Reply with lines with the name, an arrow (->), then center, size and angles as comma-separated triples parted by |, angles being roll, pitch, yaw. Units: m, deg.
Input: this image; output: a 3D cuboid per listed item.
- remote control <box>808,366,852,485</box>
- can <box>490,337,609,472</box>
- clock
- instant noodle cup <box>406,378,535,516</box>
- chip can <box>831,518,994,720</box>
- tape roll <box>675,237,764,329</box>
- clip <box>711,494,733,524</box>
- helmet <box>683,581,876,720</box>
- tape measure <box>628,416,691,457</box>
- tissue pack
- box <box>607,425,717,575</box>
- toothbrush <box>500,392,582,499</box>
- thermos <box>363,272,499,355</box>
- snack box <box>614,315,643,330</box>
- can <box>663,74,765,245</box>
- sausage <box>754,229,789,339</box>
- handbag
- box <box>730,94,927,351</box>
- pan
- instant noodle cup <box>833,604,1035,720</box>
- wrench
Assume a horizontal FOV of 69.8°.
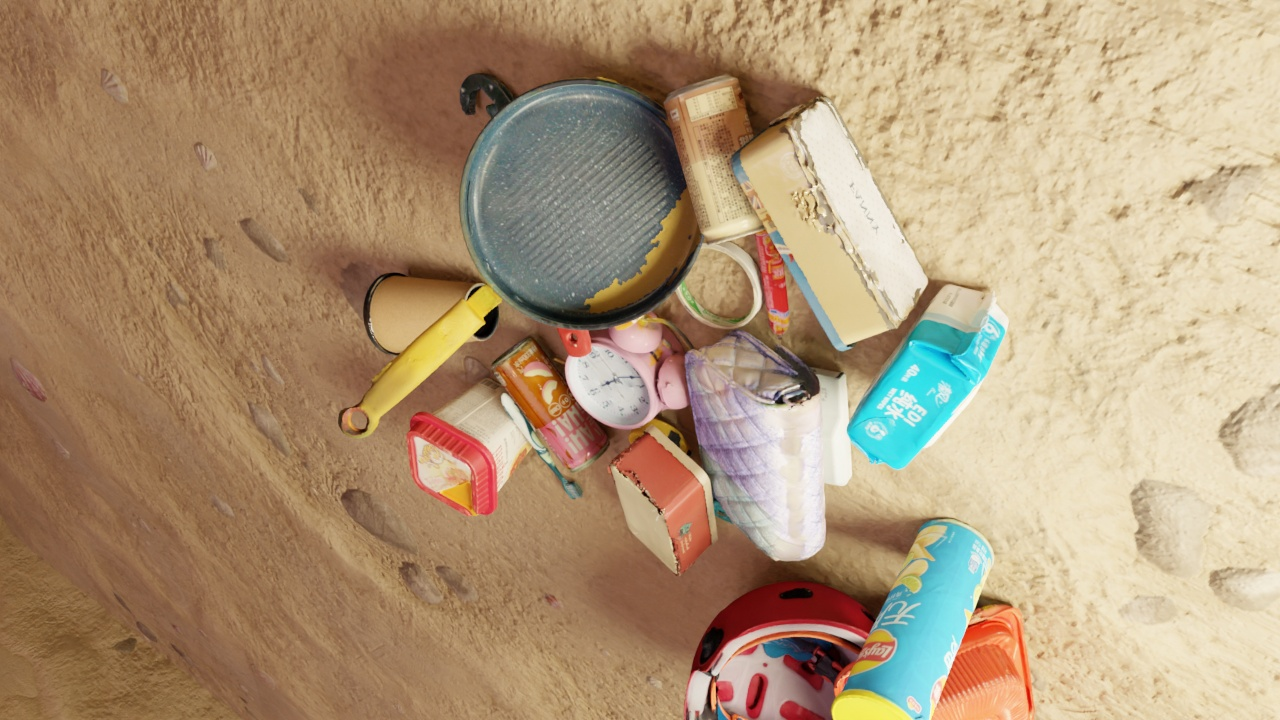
remote control -> 0.162, 0.060, 0.824 | 0.049, 0.024, 0.125 | 10, 127, 32
can -> -0.097, 0.048, 0.988 | 0.058, 0.057, 0.147 | -25, 105, 46
clock -> -0.005, 0.005, 0.883 | 0.159, 0.059, 0.117 | -27, 104, 44
instant noodle cup -> -0.185, 0.093, 1.043 | 0.117, 0.123, 0.117 | 25, 135, 20
chip can -> 0.231, 0.224, 0.761 | 0.071, 0.209, 0.071 | 21, 133, 24
tape roll -> 0.067, -0.067, 0.803 | 0.086, 0.013, 0.086 | 21, 133, 24
clip -> 0.079, 0.152, 0.968 | 0.054, 0.013, 0.033 | 14, 129, 27
helmet -> 0.154, 0.307, 0.936 | 0.207, 0.143, 0.241 | 18, 118, -6
tape measure -> 0.018, 0.079, 0.941 | 0.060, 0.028, 0.057 | 6, 148, 32
tissue pack -> 0.218, 0.014, 0.695 | 0.063, 0.089, 0.140 | 35, 137, 10
box -> 0.018, 0.148, 0.917 | 0.091, 0.076, 0.168 | 41, 160, 28
toothbrush -> -0.110, 0.100, 1.039 | 0.018, 0.016, 0.192 | -3, 136, 28
thermos -> -0.228, -0.051, 0.996 | 0.143, 0.092, 0.093 | 0, 123, 27
snack box -> -0.036, -0.108, 0.806 | 0.026, 0.075, 0.154 | -24, 106, 47
can -> 0.060, -0.150, 0.693 | 0.059, 0.058, 0.116 | -8, 102, 41
sausage -> 0.107, -0.084, 0.756 | 0.020, 0.020, 0.156 | 8, 127, 33
handbag -> 0.108, 0.072, 0.812 | 0.134, 0.075, 0.194 | 44, 154, 46
box -> 0.143, -0.094, 0.668 | 0.060, 0.089, 0.184 | -19, 106, 40
pan -> -0.104, -0.068, 0.735 | 0.358, 0.078, 0.197 | -42, 100, 7
instant noodle cup -> 0.279, 0.323, 0.832 | 0.189, 0.079, 0.164 | -21, 116, -2
wrench -> -0.099, -0.131, 0.839 | 0.056, 0.016, 0.273 | -15, 99, 38
